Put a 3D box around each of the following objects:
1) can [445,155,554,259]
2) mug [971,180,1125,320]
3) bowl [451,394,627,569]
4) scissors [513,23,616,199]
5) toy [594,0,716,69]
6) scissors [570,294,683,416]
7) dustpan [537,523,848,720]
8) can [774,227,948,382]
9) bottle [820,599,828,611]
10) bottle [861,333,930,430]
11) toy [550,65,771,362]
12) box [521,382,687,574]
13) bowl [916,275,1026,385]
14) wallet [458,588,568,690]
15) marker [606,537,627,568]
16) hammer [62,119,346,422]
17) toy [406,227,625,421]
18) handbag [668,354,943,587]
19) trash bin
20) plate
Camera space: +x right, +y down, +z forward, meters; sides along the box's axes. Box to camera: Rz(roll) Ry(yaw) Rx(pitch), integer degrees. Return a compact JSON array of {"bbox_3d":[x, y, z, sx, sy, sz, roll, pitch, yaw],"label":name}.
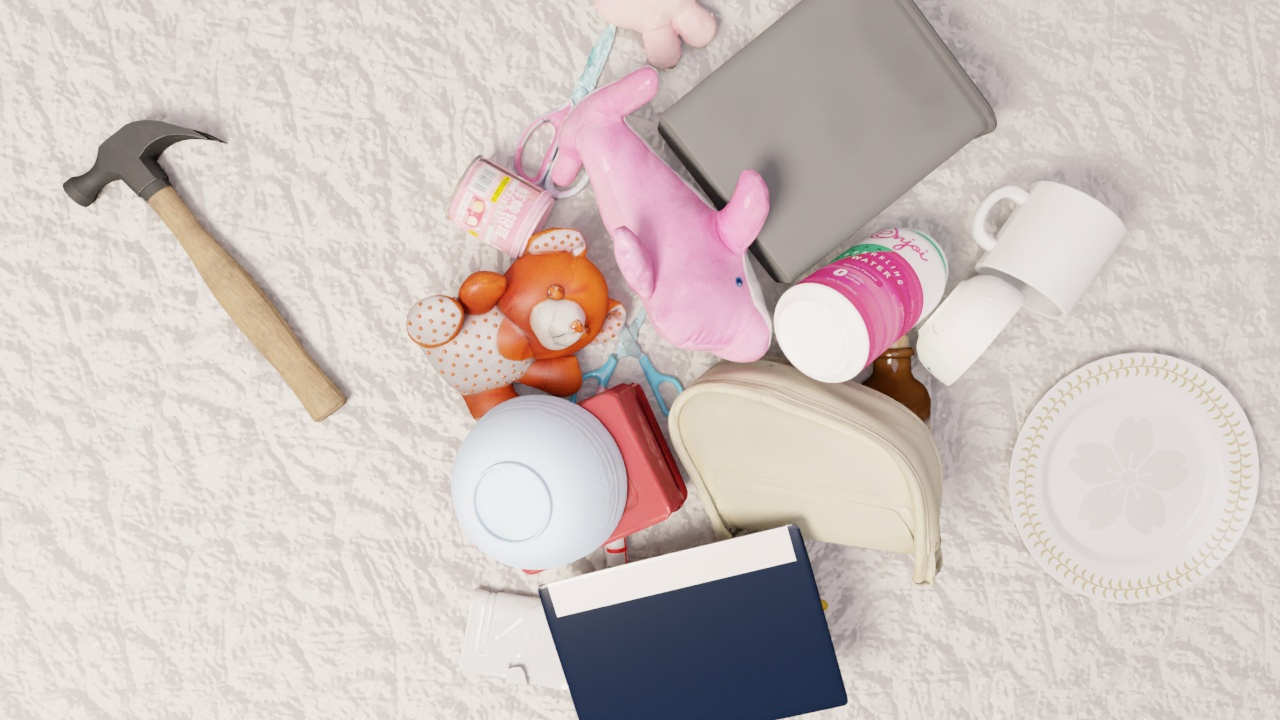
[{"bbox_3d":[-0.124,-0.135,0.815,0.076,0.067,0.067,29,93,-4],"label":"can"},{"bbox_3d":[0.353,-0.107,0.821,0.121,0.091,0.090,34,93,-5],"label":"mug"},{"bbox_3d":[-0.093,0.107,0.749,0.151,0.074,0.150,2,99,15],"label":"bowl"},{"bbox_3d":[-0.055,-0.233,0.839,0.076,0.017,0.174,25,90,0],"label":"scissors"},{"bbox_3d":[0.020,-0.318,0.816,0.108,0.053,0.105,-32,110,-1],"label":"toy"},{"bbox_3d":[-0.003,0.005,0.859,0.126,0.015,0.136,27,96,-3],"label":"scissors"},{"bbox_3d":[0.062,0.290,0.844,0.236,0.080,0.273,-15,98,8],"label":"dustpan"},{"bbox_3d":[0.192,-0.052,0.786,0.165,0.088,0.088,-33,96,-38],"label":"can"},{"bbox_3d":[0.104,0.229,0.862,0.146,0.051,0.051,2,95,-2],"label":"bottle"},{"bbox_3d":[0.231,0.053,0.843,0.068,0.068,0.157,-2,95,-2],"label":"bottle"},{"bbox_3d":[0.012,-0.101,0.756,0.187,0.127,0.265,-33,90,45],"label":"toy"},{"bbox_3d":[-0.050,0.105,0.822,0.158,0.086,0.129,-25,92,15],"label":"box"},{"bbox_3d":[0.289,-0.032,0.822,0.054,0.105,0.105,39,92,12],"label":"bowl"},{"bbox_3d":[-0.111,0.264,0.868,0.116,0.032,0.086,7,93,-3],"label":"wallet"},{"bbox_3d":[-0.026,0.135,0.865,0.019,0.019,0.145,-5,95,-2],"label":"marker"},{"bbox_3d":[-0.370,-0.077,0.830,0.132,0.040,0.305,-36,96,5],"label":"hammer"},{"bbox_3d":[-0.103,-0.028,0.807,0.172,0.092,0.164,-31,127,1],"label":"toy"},{"bbox_3d":[0.156,0.086,0.814,0.229,0.131,0.184,6,114,31],"label":"handbag"},{"bbox_3d":[0.157,-0.207,0.805,0.220,0.097,0.192,-38,95,3],"label":"trash bin"},{"bbox_3d":[0.471,0.113,0.882,0.242,0.016,0.242,0,95,-2],"label":"plate"}]
